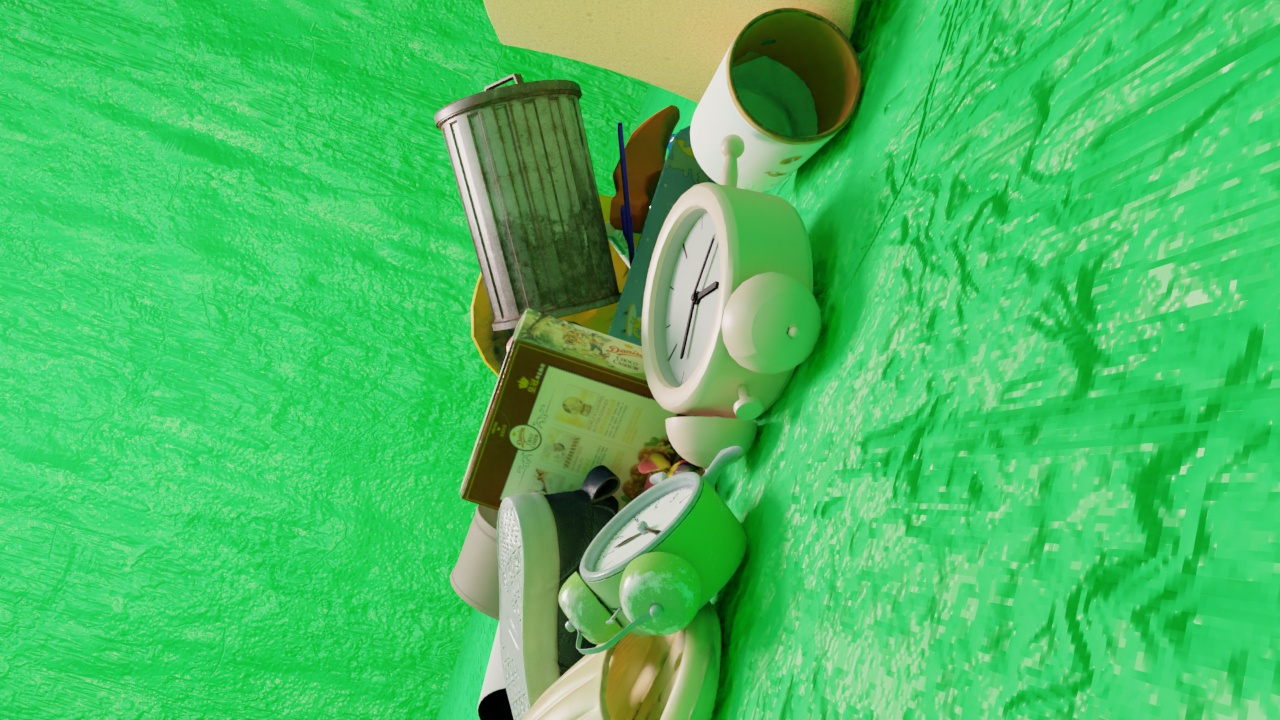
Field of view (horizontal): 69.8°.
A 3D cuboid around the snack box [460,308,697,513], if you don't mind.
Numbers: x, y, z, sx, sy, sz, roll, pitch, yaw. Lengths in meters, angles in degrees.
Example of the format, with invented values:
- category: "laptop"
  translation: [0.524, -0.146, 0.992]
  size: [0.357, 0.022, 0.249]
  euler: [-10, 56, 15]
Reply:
- category: "snack box"
  translation: [-0.033, 0.054, 0.624]
  size: [0.041, 0.147, 0.143]
  euler: [-83, 13, -58]

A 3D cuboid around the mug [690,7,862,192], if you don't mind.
- category: "mug"
  translation: [0.081, -0.160, 0.580]
  size: [0.105, 0.082, 0.082]
  euler: [146, 142, -78]

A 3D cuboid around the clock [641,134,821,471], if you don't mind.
- category: "clock"
  translation: [0.055, -0.030, 0.526]
  size: [0.160, 0.086, 0.131]
  euler: [-92, 20, -45]

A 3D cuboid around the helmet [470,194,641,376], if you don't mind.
- category: "helmet"
  translation: [-0.052, -0.081, 0.993]
  size: [0.132, 0.205, 0.254]
  euler: [-6, 47, 55]

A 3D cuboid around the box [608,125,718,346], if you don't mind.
- category: "box"
  translation: [0.033, -0.095, 0.776]
  size: [0.072, 0.079, 0.210]
  euler: [-127, 57, -84]

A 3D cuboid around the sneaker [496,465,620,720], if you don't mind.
- category: "sneaker"
  translation: [-0.044, 0.188, 0.618]
  size: [0.089, 0.087, 0.236]
  euler: [-147, 53, -62]

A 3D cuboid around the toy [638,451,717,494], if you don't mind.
- category: "toy"
  translation: [0.015, 0.099, 0.572]
  size: [0.084, 0.046, 0.104]
  euler: [-111, 34, -58]

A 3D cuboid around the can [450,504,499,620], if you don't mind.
- category: "can"
  translation: [-0.106, 0.188, 0.861]
  size: [0.127, 0.127, 0.073]
  euler: [-119, 49, -80]

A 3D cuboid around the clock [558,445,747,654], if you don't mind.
- category: "clock"
  translation: [0.008, 0.102, 0.464]
  size: [0.095, 0.042, 0.119]
  euler: [-29, 13, 51]

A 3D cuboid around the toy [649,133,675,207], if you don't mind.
- category: "toy"
  translation: [0.044, -0.177, 0.940]
  size: [0.113, 0.071, 0.176]
  euler: [8, 79, 71]

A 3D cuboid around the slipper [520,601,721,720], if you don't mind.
- category: "slipper"
  translation: [-0.035, 0.221, 0.499]
  size: [0.111, 0.079, 0.262]
  euler: [-79, 11, -63]

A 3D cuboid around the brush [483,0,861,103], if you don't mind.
- category: "brush"
  translation: [0.020, -0.258, 0.617]
  size: [0.195, 0.250, 0.075]
  euler: [127, 161, -78]

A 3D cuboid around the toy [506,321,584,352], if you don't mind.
- category: "toy"
  translation: [-0.066, 0.068, 0.832]
  size: [0.142, 0.084, 0.213]
  euler: [-164, 62, -79]

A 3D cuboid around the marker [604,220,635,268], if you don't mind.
- category: "marker"
  translation: [-0.001, -0.092, 0.917]
  size: [0.145, 0.017, 0.017]
  euler: [49, -129, -54]

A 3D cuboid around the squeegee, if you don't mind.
- category: "squeegee"
  translation: [0.003, -0.169, 0.837]
  size: [0.250, 0.055, 0.184]
  euler: [85, -159, -53]

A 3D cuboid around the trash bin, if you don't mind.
- category: "trash bin"
  translation: [-0.097, -0.143, 0.816]
  size: [0.131, 0.131, 0.211]
  euler: [-141, 38, -82]

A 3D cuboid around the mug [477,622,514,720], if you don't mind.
- category: "mug"
  translation: [-0.085, 0.236, 0.741]
  size: [0.096, 0.079, 0.112]
  euler: [-82, -8, -54]
